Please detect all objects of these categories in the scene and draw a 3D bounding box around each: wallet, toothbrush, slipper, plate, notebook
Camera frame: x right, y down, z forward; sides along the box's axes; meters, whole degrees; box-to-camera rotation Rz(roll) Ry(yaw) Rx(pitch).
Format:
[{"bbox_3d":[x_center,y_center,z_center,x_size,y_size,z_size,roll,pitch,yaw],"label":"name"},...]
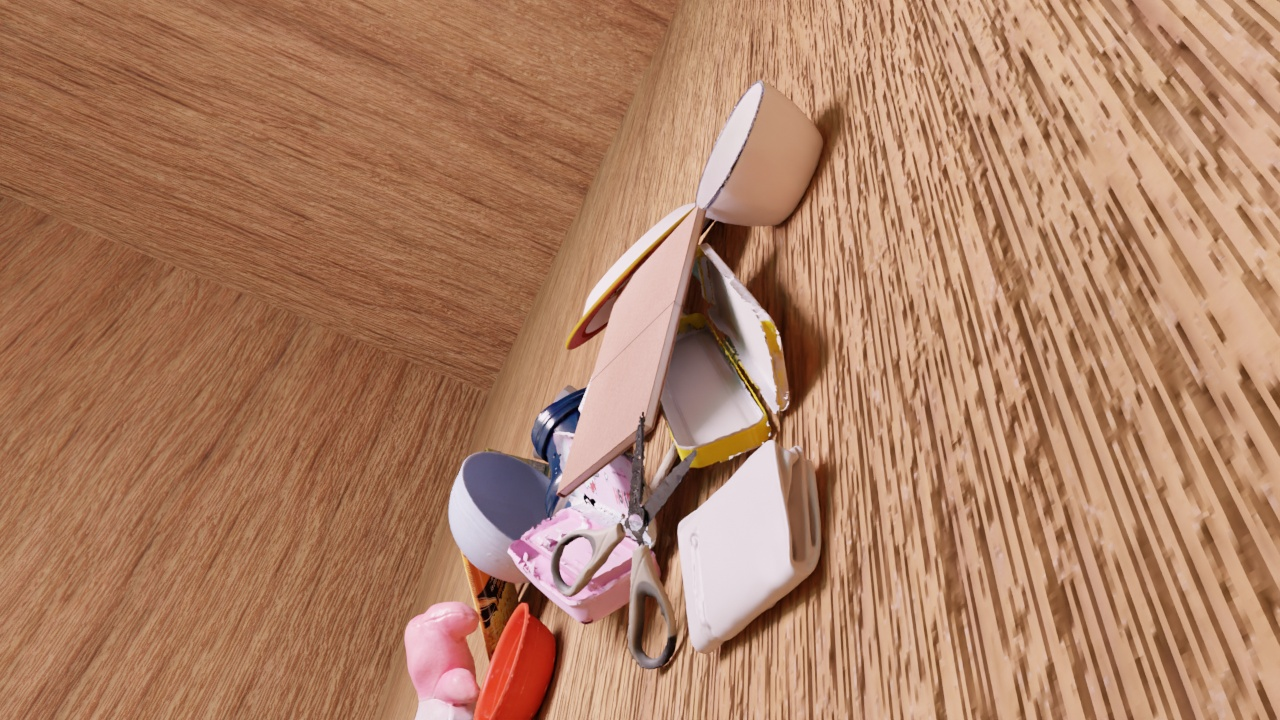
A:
[{"bbox_3d":[0.060,0.104,0.501,0.116,0.032,0.086,129,150,-48],"label":"wallet"},{"bbox_3d":[0.060,-0.081,0.900,0.180,0.016,0.016,-102,35,-73],"label":"toothbrush"},{"bbox_3d":[-0.070,0.086,0.964,0.105,0.095,0.252,-59,7,26],"label":"slipper"},{"bbox_3d":[0.005,-0.097,0.911,0.229,0.021,0.230,-43,-3,-3],"label":"plate"},{"bbox_3d":[-0.007,-0.008,0.713,0.142,0.008,0.208,-43,26,50],"label":"notebook"}]

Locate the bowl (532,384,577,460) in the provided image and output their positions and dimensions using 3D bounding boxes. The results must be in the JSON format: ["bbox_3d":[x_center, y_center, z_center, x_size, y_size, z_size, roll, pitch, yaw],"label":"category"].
[{"bbox_3d":[-0.098,0.088,1.200,0.106,0.039,0.106,-62,-9,-18],"label":"bowl"}]

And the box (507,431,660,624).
[{"bbox_3d":[-0.056,0.123,0.738,0.100,0.103,0.202,-26,10,-19],"label":"box"}]

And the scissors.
[{"bbox_3d":[-0.007,0.123,0.598,0.158,0.012,0.169,-25,77,39],"label":"scissors"}]

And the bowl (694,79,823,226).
[{"bbox_3d":[0.098,-0.160,0.744,0.116,0.065,0.116,-158,91,-79],"label":"bowl"}]

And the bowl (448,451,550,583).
[{"bbox_3d":[-0.136,0.171,0.933,0.075,0.150,0.150,-51,16,18],"label":"bowl"}]

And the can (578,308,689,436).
[{"bbox_3d":[-0.005,0.005,0.888,0.070,0.070,0.132,174,119,-77],"label":"can"}]

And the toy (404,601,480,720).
[{"bbox_3d":[-0.205,0.368,0.969,0.142,0.084,0.213,127,137,-64],"label":"toy"}]

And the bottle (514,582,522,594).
[{"bbox_3d":[-0.171,0.280,1.194,0.041,0.041,0.116,-126,59,-77],"label":"bottle"}]

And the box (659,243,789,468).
[{"bbox_3d":[0.040,-0.014,0.644,0.210,0.084,0.080,-111,1,-67],"label":"box"}]

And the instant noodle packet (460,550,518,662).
[{"bbox_3d":[-0.173,0.246,1.059,0.159,0.032,0.221,-94,-4,-66],"label":"instant noodle packet"}]

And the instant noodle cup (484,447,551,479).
[{"bbox_3d":[-0.171,0.170,1.239,0.102,0.108,0.102,-59,14,25],"label":"instant noodle cup"}]

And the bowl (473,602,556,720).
[{"bbox_3d":[-0.115,0.301,0.874,0.130,0.045,0.130,-158,91,-79],"label":"bowl"}]

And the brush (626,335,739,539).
[{"bbox_3d":[0.033,0.063,0.744,0.033,0.012,0.218,-89,24,-63],"label":"brush"}]
